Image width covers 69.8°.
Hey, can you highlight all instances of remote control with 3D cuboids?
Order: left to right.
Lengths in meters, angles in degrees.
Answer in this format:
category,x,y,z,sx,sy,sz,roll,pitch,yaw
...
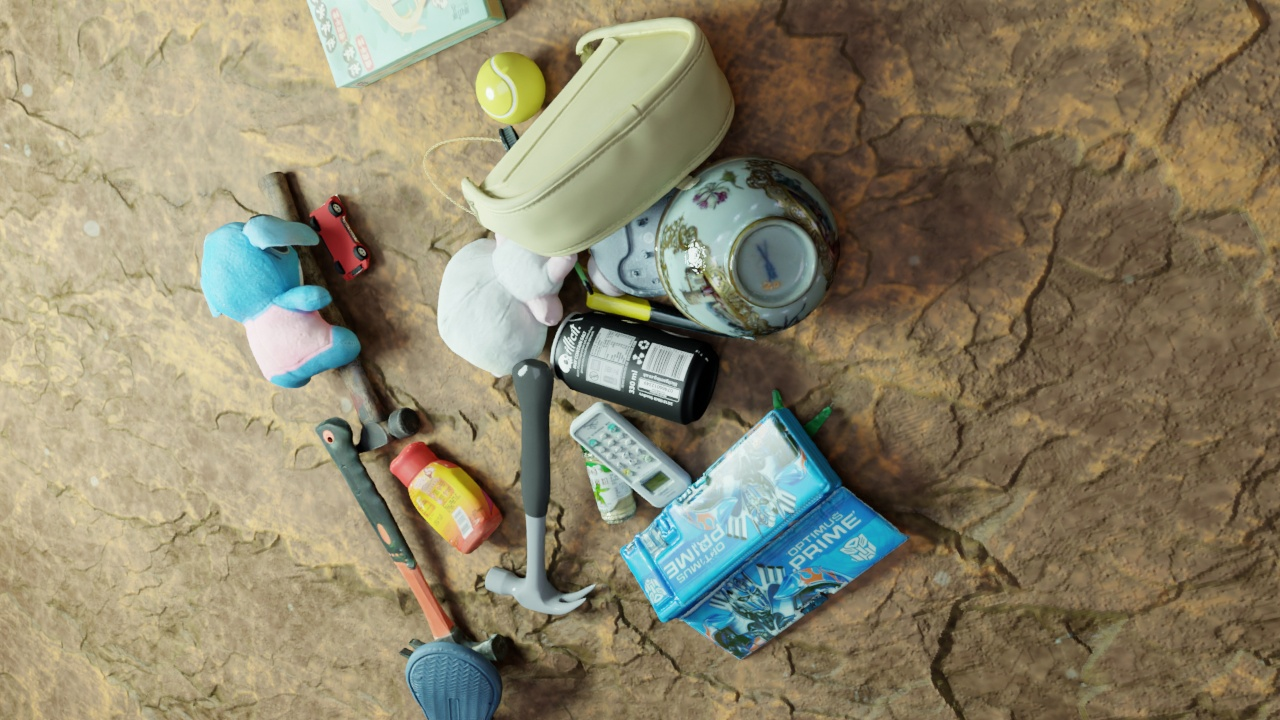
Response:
category,x,y,z,sx,sy,sz,roll,pitch,yaw
remote control,-0.009,0.092,0.904,0.050,0.022,0.133,-38,113,22

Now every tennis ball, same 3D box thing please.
category,x,y,z,sx,sy,sz,roll,pitch,yaw
tennis ball,-0.123,-0.257,0.867,0.065,0.065,0.065,6,105,22

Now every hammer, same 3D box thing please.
category,x,y,z,sx,sy,sz,roll,pitch,yaw
hammer,-0.362,-0.051,1.042,0.120,0.033,0.330,-20,94,27
hammer,-0.280,0.214,1.058,0.133,0.033,0.333,-21,99,28
hammer,-0.104,0.139,0.943,0.125,0.029,0.311,15,121,19

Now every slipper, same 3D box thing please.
category,x,y,z,sx,sy,sz,roll,pitch,yaw
slipper,-0.202,0.365,1.032,0.104,0.059,0.214,8,139,2

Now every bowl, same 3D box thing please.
category,x,y,z,sx,sy,sz,roll,pitch,yaw
bowl,0.098,-0.087,0.763,0.160,0.094,0.160,-2,107,-8

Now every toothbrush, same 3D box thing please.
category,x,y,z,sx,sy,sz,roll,pitch,yaw
toothbrush,-0.088,-0.145,0.875,0.017,0.014,0.188,-32,82,21

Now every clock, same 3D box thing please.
category,x,y,z,sx,sy,sz,roll,pitch,yaw
clock,-0.002,-0.118,0.854,0.158,0.058,0.117,-7,99,25

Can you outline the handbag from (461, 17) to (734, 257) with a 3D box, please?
category,x,y,z,sx,sy,sz,roll,pitch,yaw
handbag,-0.040,-0.189,0.795,0.232,0.088,0.191,-49,44,-3

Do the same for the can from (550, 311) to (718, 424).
category,x,y,z,sx,sy,sz,roll,pitch,yaw
can,-0.005,0.005,0.874,0.146,0.080,0.080,16,109,19

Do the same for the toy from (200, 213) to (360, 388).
category,x,y,z,sx,sy,sz,roll,pitch,yaw
toy,-0.408,-0.056,1.002,0.225,0.098,0.191,-23,103,39

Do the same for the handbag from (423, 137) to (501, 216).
category,x,y,z,sx,sy,sz,roll,pitch,yaw
handbag,-0.145,-0.179,0.920,0.178,0.027,0.084,21,109,19

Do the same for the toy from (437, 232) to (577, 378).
category,x,y,z,sx,sy,sz,roll,pitch,yaw
toy,-0.128,-0.068,0.891,0.180,0.101,0.138,-39,72,33

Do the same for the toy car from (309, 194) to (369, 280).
category,x,y,z,sx,sy,sz,roll,pitch,yaw
toy car,-0.329,-0.135,1.009,0.038,0.025,0.089,-29,91,26

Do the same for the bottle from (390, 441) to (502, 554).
category,x,y,z,sx,sy,sz,roll,pitch,yaw
bottle,-0.218,0.149,1.019,0.134,0.048,0.072,44,115,8

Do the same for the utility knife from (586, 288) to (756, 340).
category,x,y,z,sx,sy,sz,roll,pitch,yaw
utility knife,0.029,-0.042,0.877,0.175,0.028,0.020,14,112,20

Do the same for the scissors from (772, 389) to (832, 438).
category,x,y,z,sx,sy,sz,roll,pitch,yaw
scissors,0.134,0.088,0.875,0.123,0.011,0.127,-11,99,25

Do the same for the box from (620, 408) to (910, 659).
category,x,y,z,sx,sy,sz,roll,pitch,yaw
box,0.106,0.182,0.876,0.175,0.059,0.244,46,120,5

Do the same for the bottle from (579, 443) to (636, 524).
category,x,y,z,sx,sy,sz,roll,pitch,yaw
bottle,-0.034,0.110,0.936,0.043,0.042,0.110,-11,100,25

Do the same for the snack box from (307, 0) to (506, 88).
category,x,y,z,sx,sy,sz,roll,pitch,yaw
snack box,-0.240,-0.369,0.902,0.194,0.044,0.141,-14,99,25
